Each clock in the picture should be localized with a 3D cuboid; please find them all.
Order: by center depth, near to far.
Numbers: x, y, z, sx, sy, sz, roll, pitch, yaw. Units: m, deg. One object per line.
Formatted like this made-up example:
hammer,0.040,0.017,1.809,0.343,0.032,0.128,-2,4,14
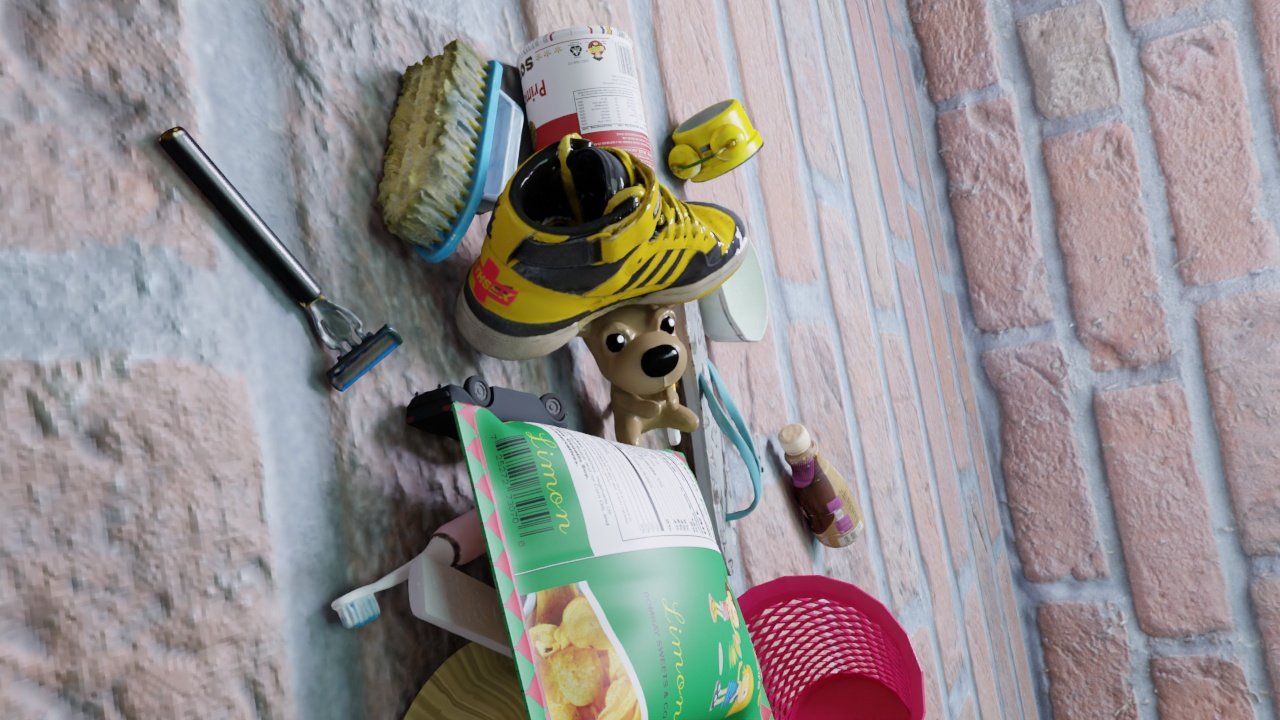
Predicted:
clock,0.073,-0.212,0.908,0.057,0.083,0.118,59,30,-22

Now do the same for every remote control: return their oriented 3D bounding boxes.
remote control,-0.077,0.142,0.495,0.131,0.012,0.033,44,22,-45

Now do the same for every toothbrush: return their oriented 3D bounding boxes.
toothbrush,-0.094,0.099,0.528,0.026,0.027,0.222,58,28,5

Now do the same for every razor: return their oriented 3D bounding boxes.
razor,-0.174,-0.050,0.441,0.042,0.022,0.144,-41,120,-14

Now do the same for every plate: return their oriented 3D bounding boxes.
plate,-0.061,0.245,0.501,0.184,0.036,0.184,22,63,-53

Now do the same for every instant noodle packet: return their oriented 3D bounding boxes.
instant noodle packet,-0.004,0.131,0.539,0.252,0.090,0.195,21,46,-57

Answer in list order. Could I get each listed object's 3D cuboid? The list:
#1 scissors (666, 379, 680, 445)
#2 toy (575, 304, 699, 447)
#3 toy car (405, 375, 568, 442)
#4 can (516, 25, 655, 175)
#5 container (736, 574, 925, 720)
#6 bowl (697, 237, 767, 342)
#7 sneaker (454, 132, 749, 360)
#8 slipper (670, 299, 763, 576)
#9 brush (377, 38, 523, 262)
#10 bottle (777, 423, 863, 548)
scissors,0.024,0.012,0.754,0.125,0.011,0.128,70,16,-68
toy,-0.004,0.004,0.659,0.134,0.106,0.108,-19,116,-21
toy car,-0.088,0.035,0.543,0.112,0.046,0.034,18,59,-57
can,-0.039,-0.171,0.673,0.086,0.087,0.116,-6,86,-63
container,0.166,0.312,0.797,0.226,0.183,0.182,54,35,-51
bowl,0.072,-0.068,0.871,0.117,0.061,0.117,35,49,-53
sneaker,-0.004,-0.089,0.584,0.237,0.122,0.086,-27,66,-37
slipper,0.073,0.054,0.810,0.098,0.055,0.269,-38,118,-76
brush,-0.109,-0.116,0.550,0.075,0.055,0.135,35,50,-47
bottle,0.199,0.139,1.034,0.166,0.060,0.059,59,33,-30
